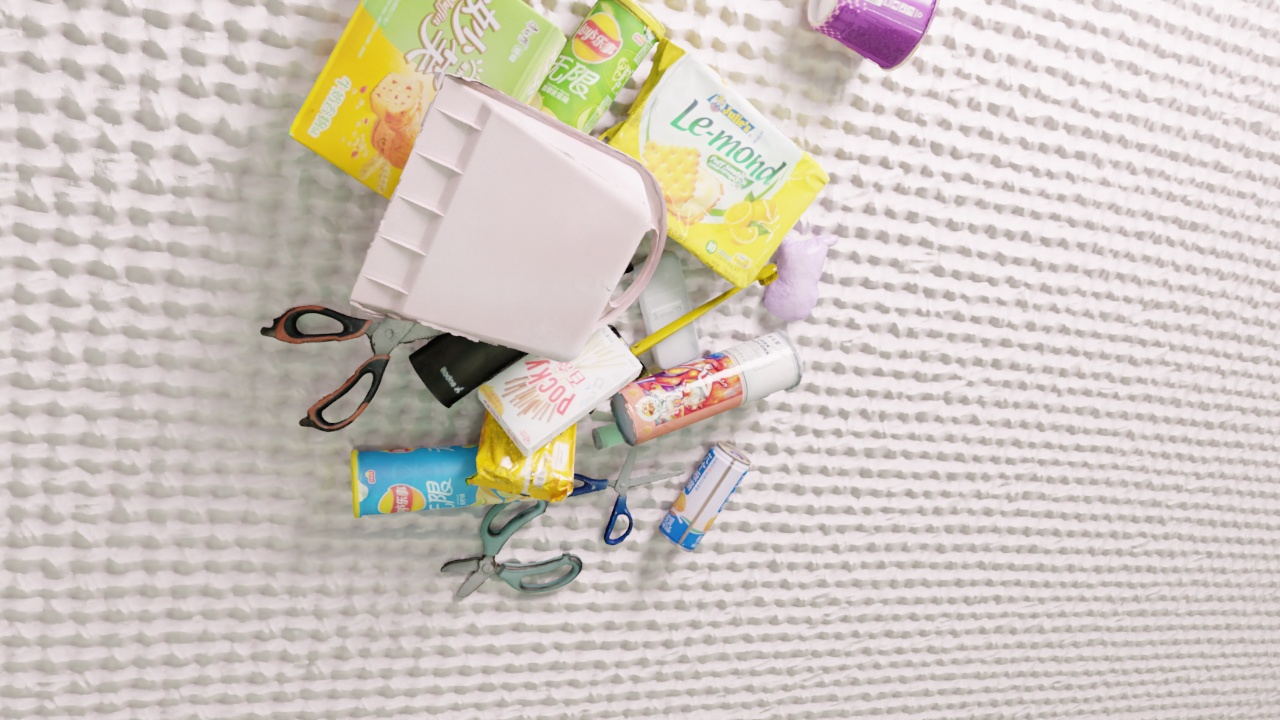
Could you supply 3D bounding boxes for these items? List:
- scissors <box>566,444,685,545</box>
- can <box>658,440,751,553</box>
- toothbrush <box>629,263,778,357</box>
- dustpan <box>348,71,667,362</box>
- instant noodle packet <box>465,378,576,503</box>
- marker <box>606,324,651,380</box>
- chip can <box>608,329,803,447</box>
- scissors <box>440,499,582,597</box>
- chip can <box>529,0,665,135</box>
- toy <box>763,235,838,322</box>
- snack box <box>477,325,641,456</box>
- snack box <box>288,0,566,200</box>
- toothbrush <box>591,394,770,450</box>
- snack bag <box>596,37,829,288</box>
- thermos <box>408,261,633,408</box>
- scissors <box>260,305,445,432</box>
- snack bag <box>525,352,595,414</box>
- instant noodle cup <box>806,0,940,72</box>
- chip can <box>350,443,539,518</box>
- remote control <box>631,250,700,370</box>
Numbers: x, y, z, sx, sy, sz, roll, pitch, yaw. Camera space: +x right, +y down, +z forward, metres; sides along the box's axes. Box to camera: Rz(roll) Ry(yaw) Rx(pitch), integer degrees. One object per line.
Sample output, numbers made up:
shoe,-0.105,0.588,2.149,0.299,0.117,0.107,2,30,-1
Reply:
scissors,-0.033,0.152,1.084,0.162,0.012,0.173,8,121,-14
can,0.079,0.166,1.121,0.053,0.053,0.135,28,101,-27
toothbrush,0.072,-0.054,1.023,0.190,0.015,0.016,-31,126,-6
dustpan,-0.103,-0.114,0.852,0.273,0.138,0.223,26,109,-17
instant noodle packet,-0.120,0.086,0.974,0.110,0.128,0.044,12,146,-8
marker,-0.006,0.006,1.046,0.018,0.015,0.124,-40,116,-5
chip can,0.074,0.031,1.040,0.214,0.071,0.071,-19,117,-18
scissors,-0.139,0.233,1.090,0.181,0.019,0.170,34,102,-30
chip can,-0.070,-0.247,0.880,0.072,0.072,0.221,34,97,-28
toy,0.176,-0.095,1.054,0.084,0.039,0.108,7,114,-4
snack box,-0.084,0.022,0.966,0.156,0.027,0.084,-36,76,-22
snack box,-0.186,-0.243,0.812,0.157,0.070,0.210,32,100,-5
toothbrush,0.050,0.061,1.082,0.224,0.026,0.027,-17,92,-13
snack bag,0.068,-0.195,0.954,0.246,0.068,0.158,33,99,-28
thermos,-0.128,-0.057,0.948,0.242,0.068,0.090,-37,109,-3
scissors,-0.268,-0.016,0.904,0.226,0.015,0.189,8,100,0
snack bag,-0.084,0.019,1.016,0.104,0.026,0.048,32,90,-28
instant noodle cup,0.230,-0.361,0.925,0.099,0.111,0.112,15,107,-15
chip can,-0.203,0.125,0.993,0.210,0.071,0.071,-2,113,-19
remote control,0.029,-0.055,1.027,0.056,0.020,0.136,-21,117,-10
